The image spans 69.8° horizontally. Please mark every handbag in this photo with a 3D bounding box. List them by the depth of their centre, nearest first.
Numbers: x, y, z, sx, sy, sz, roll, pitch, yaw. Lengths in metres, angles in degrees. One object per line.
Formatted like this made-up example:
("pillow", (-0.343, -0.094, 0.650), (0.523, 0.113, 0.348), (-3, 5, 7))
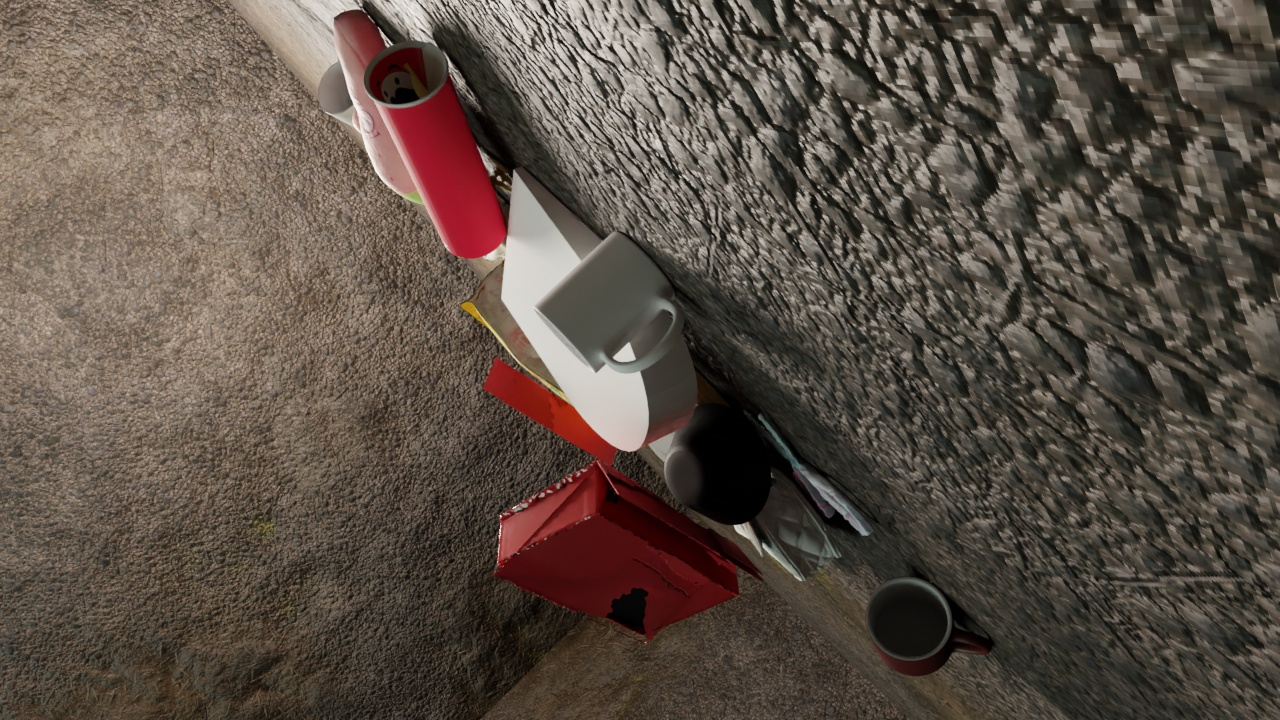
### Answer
("handbag", (0.136, 0.163, 0.995), (0.139, 0.072, 0.195), (53, 177, 0))

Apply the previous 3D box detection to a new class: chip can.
("chip can", (-0.178, -0.180, 0.830), (0.069, 0.069, 0.221), (44, 165, 23))

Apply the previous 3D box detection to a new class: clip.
("clip", (-0.146, -0.190, 0.940), (0.054, 0.046, 0.048), (39, 137, 45))

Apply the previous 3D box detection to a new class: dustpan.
("dustpan", (-0.043, -0.036, 0.882), (0.257, 0.053, 0.192), (54, 151, 24))

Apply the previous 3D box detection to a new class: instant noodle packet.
("instant noodle packet", (-0.106, 0.000, 1.124), (0.221, 0.084, 0.163), (48, 177, 15))

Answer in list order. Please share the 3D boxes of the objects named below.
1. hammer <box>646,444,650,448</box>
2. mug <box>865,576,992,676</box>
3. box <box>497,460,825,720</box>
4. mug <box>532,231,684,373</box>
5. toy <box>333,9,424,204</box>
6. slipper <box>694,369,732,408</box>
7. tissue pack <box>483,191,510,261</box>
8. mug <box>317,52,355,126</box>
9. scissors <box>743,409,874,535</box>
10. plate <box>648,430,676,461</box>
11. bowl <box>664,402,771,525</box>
("hammer", (0.091, 0.152, 1.227), (0.300, 0.037, 0.218), (35, 171, 14))
("mug", (0.259, 0.244, 0.822), (0.106, 0.073, 0.082), (10, 157, 24))
("box", (0.040, 0.226, 0.773), (0.213, 0.148, 0.375), (37, 180, -36))
("mug", (-0.018, -0.036, 0.730), (0.110, 0.090, 0.074), (42, 173, 33))
("toy", (-0.247, -0.244, 0.946), (0.192, 0.096, 0.237), (34, 156, 51))
("slipper", (-0.006, 0.006, 0.983), (0.263, 0.078, 0.099), (42, 173, 13))
("tissue pack", (-0.191, -0.173, 1.150), (0.181, 0.071, 0.104), (42, 173, 3))
("mug", (-0.355, -0.345, 1.170), (0.089, 0.071, 0.107), (20, -129, -65))
("scissors", (0.158, 0.108, 0.845), (0.170, 0.013, 0.175), (53, 174, -35))
("plate", (0.019, 0.067, 1.171), (0.178, 0.012, 0.179), (45, 150, 34))
("bowl", (0.061, 0.107, 0.890), (0.052, 0.124, 0.124), (-14, -134, -44))
